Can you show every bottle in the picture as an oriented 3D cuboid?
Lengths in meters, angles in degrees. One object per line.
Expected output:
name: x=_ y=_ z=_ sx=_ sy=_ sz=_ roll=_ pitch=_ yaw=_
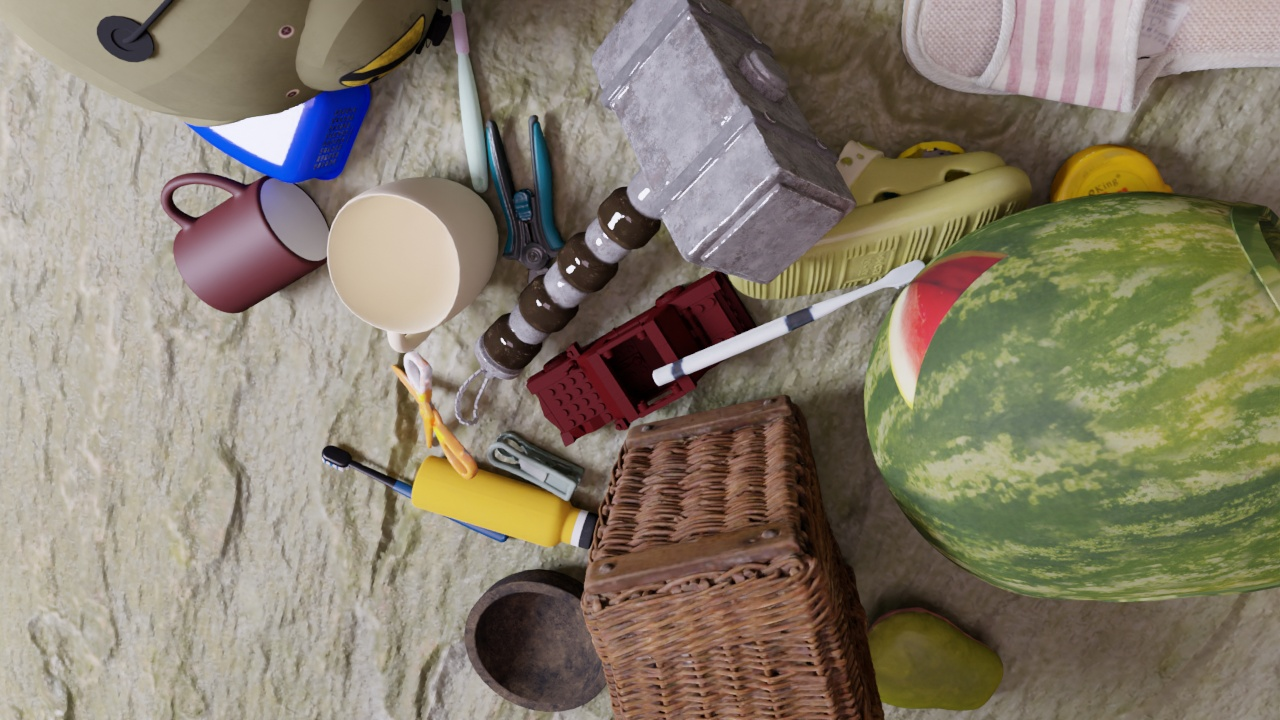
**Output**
bottle: x=-0.105 y=0.115 z=0.723 sx=0.144 sy=0.043 sz=0.043 roll=16 pitch=111 yaw=5

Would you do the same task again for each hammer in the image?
hammer: x=-0.029 y=-0.070 z=0.596 sx=0.327 sy=0.079 sz=0.176 roll=-43 pitch=55 yaw=32

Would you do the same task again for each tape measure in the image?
tape measure: x=0.288 y=-0.104 z=0.573 sx=0.068 sy=0.030 sz=0.059 roll=-31 pitch=101 yaw=17

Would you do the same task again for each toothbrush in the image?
toothbrush: x=0.094 y=-0.022 z=0.592 sx=0.187 sy=0.017 sz=0.012 roll=-23 pitch=70 yaw=13
toothbrush: x=-0.119 y=-0.193 z=0.631 sx=0.022 sy=0.015 sz=0.155 roll=-11 pitch=109 yaw=-19
toothbrush: x=-0.185 y=0.110 z=0.752 sx=0.168 sy=0.014 sz=0.014 roll=26 pitch=146 yaw=-1

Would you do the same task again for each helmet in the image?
helmet: x=-0.229 y=-0.245 z=0.495 sx=0.233 sy=0.255 sz=0.250 roll=-33 pitch=103 yaw=19
helmet: x=0.250 y=0.025 z=0.525 sx=0.243 sy=0.212 sz=0.248 roll=38 pitch=133 yaw=-26

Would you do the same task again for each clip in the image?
clip: x=-0.082 y=0.081 z=0.716 sx=0.076 sy=0.044 sz=0.023 roll=26 pitch=110 yaw=2

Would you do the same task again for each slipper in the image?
slipper: x=0.288 y=-0.203 z=0.527 sx=0.263 sy=0.052 sz=0.115 roll=0 pitch=108 yaw=11
slipper: x=0.145 y=-0.095 z=0.588 sx=0.191 sy=0.092 sz=0.081 roll=-15 pitch=67 yaw=7

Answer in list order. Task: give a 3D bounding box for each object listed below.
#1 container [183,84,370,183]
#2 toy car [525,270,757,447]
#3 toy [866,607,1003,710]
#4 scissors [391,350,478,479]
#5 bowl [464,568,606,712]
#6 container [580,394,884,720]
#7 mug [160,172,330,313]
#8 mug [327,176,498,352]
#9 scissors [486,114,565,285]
container: x=-0.260 y=-0.182 z=0.640 sx=0.114 sy=0.058 sz=0.096 roll=31 pitch=112 yaw=-1
toy car: x=-0.004 y=0.004 z=0.653 sx=0.170 sy=0.061 sz=0.070 roll=-29 pitch=101 yaw=19
toy: x=0.219 y=0.233 z=0.696 sx=0.110 sy=0.051 sz=0.090 roll=21 pitch=114 yaw=0
scissors: x=-0.158 y=0.036 z=0.686 sx=0.125 sy=0.011 sz=0.131 roll=43 pitch=148 yaw=33
bowl: x=-0.076 y=0.218 z=0.747 sx=0.121 sy=0.056 sz=0.121 roll=4 pitch=110 yaw=10
container: x=0.056 y=0.150 z=0.585 sx=0.162 sy=0.249 sz=0.183 roll=-12 pitch=110 yaw=11
mug: x=-0.290 y=-0.095 z=0.662 sx=0.083 sy=0.073 sz=0.106 roll=-25 pitch=127 yaw=18
mug: x=-0.150 y=-0.067 z=0.637 sx=0.096 sy=0.099 sz=0.120 roll=14 pitch=113 yaw=8
scissors: x=-0.084 y=-0.102 z=0.656 sx=0.146 sy=0.019 sz=0.133 roll=36 pitch=114 yaw=-4
